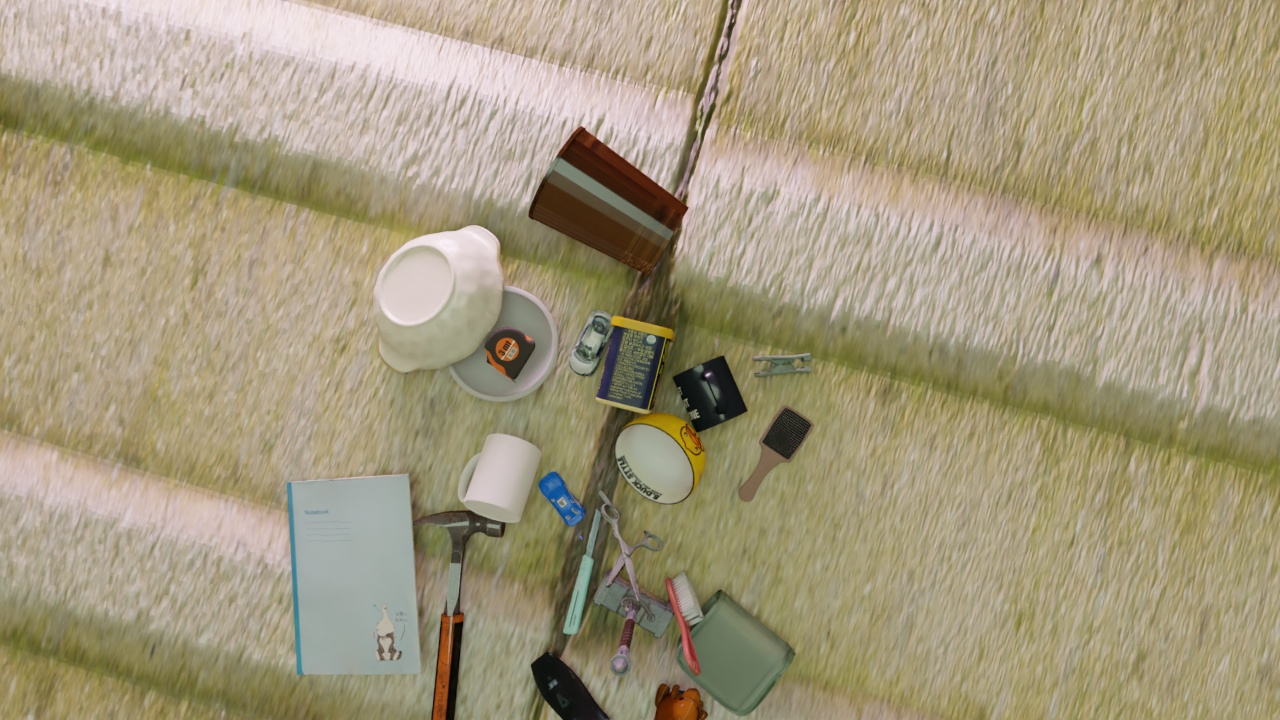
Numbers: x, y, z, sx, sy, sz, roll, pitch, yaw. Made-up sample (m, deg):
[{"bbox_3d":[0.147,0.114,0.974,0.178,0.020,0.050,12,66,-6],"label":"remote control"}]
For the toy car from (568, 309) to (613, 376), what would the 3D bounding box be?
[{"bbox_3d":[-0.063,-0.023,1.197,0.039,0.027,0.089,25,89,2],"label":"toy car"}]

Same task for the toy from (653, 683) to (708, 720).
[{"bbox_3d":[0.039,0.452,1.133,0.070,0.090,0.102,33,68,4],"label":"toy"}]

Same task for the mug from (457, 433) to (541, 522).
[{"bbox_3d":[-0.188,0.150,1.167,0.111,0.074,0.090,-4,58,37],"label":"mug"}]

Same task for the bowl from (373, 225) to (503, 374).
[{"bbox_3d":[-0.270,-0.086,1.163,0.188,0.060,0.219,36,90,26],"label":"bowl"}]

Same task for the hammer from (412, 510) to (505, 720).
[{"bbox_3d":[-0.258,0.350,1.184,0.138,0.035,0.314,5,88,4],"label":"hammer"}]

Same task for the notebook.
[{"bbox_3d":[-0.372,0.278,1.186,0.181,0.009,0.253,-6,87,15],"label":"notebook"}]

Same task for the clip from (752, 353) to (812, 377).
[{"bbox_3d":[0.184,0.006,1.188,0.076,0.023,0.042,-4,85,0],"label":"clip"}]

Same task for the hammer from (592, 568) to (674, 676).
[{"bbox_3d":[-0.013,0.301,1.030,0.098,0.322,0.044,28,88,3],"label":"hammer"}]

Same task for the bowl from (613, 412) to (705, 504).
[{"bbox_3d":[0.033,0.115,1.156,0.117,0.067,0.117,18,125,27],"label":"bowl"}]

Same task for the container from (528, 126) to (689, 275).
[{"bbox_3d":[-0.036,-0.194,1.160,0.167,0.132,0.132,31,89,-2],"label":"container"}]

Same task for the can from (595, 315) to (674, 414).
[{"bbox_3d":[-0.007,0.007,1.141,0.075,0.135,0.104,14,90,3],"label":"can"}]

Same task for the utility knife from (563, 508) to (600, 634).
[{"bbox_3d":[-0.072,0.274,1.190,0.022,0.015,0.165,11,86,35],"label":"utility knife"}]

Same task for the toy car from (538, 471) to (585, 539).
[{"bbox_3d":[-0.098,0.186,1.170,0.033,0.062,0.092,-37,86,0],"label":"toy car"}]

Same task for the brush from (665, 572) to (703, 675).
[{"bbox_3d":[0.060,0.314,1.107,0.030,0.172,0.041,-30,111,5],"label":"brush"}]

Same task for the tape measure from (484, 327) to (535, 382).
[{"bbox_3d":[-0.167,-0.013,1.153,0.059,0.038,0.058,32,89,-9],"label":"tape measure"}]

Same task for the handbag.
[{"bbox_3d":[0.115,0.365,1.149,0.122,0.067,0.106,40,90,4],"label":"handbag"}]

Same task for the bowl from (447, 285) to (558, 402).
[{"bbox_3d":[-0.179,-0.020,1.194,0.149,0.043,0.149,0,87,3],"label":"bowl"}]

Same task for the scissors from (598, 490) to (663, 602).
[{"bbox_3d":[-0.027,0.228,1.141,0.158,0.141,0.014,48,118,20],"label":"scissors"}]

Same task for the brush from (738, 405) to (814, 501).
[{"bbox_3d":[0.169,0.125,1.185,0.050,0.015,0.135,34,89,3],"label":"brush"}]

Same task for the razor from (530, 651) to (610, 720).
[{"bbox_3d":[-0.088,0.434,1.157,0.053,0.064,0.140,-38,87,-1],"label":"razor"}]

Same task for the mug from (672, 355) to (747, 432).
[{"bbox_3d":[0.089,0.041,1.148,0.071,0.105,0.077,-23,86,-4],"label":"mug"}]
